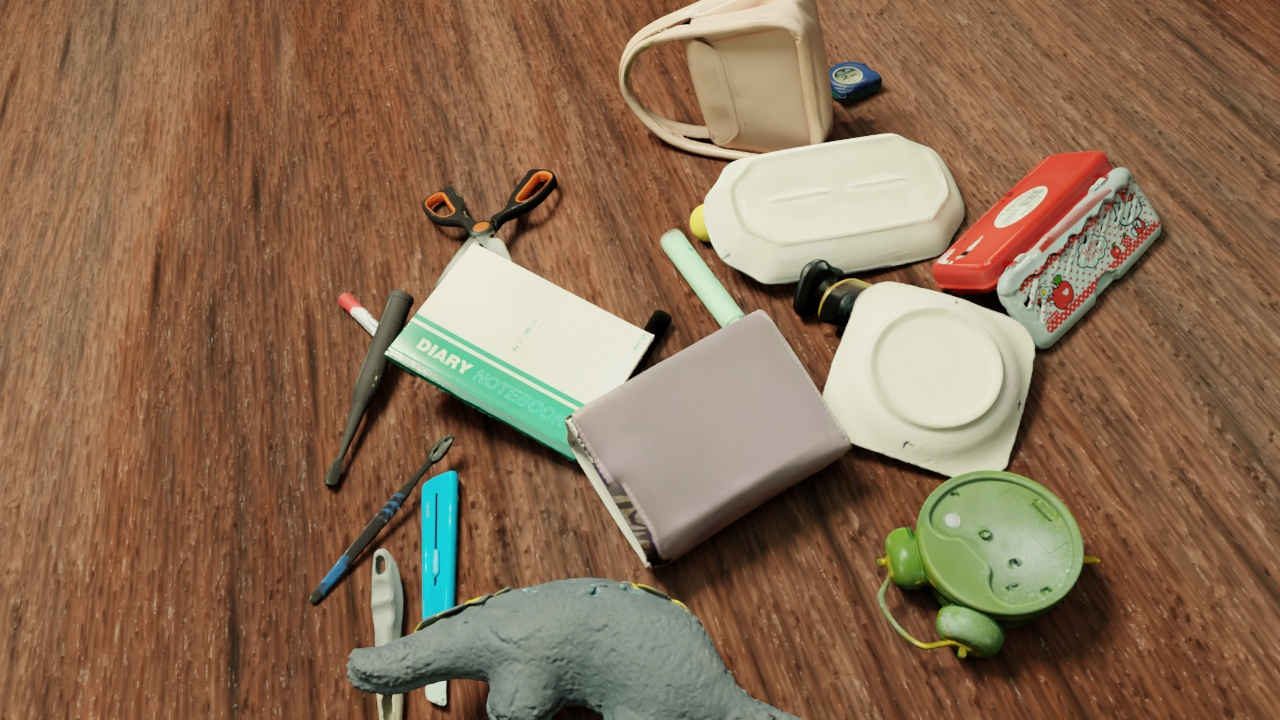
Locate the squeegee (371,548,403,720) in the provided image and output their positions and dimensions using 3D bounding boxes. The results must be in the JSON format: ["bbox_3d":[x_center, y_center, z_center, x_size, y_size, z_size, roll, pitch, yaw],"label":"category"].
[{"bbox_3d":[-0.200,0.262,0.720,0.246,0.039,0.246,-16,49,3],"label":"squeegee"}]

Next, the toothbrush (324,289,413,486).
[{"bbox_3d":[-0.270,0.026,0.907,0.027,0.026,0.212,-19,49,49],"label":"toothbrush"}]

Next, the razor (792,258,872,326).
[{"bbox_3d":[0.227,-0.046,0.858,0.167,0.062,0.067,21,36,19],"label":"razor"}]

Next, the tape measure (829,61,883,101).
[{"bbox_3d":[0.246,-0.326,1.075,0.058,0.025,0.054,-23,51,-11],"label":"tape measure"}]

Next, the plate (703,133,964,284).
[{"bbox_3d":[0.197,-0.164,0.928,0.265,0.034,0.161,-9,62,-3],"label":"plate"}]

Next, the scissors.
[{"bbox_3d":[-0.173,-0.150,1.011,0.231,0.022,0.220,22,51,37],"label":"scissors"}]

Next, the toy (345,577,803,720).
[{"bbox_3d":[-0.027,0.225,0.669,0.356,0.092,0.137,11,36,12],"label":"toy"}]

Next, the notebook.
[{"bbox_3d":[-0.113,-0.013,0.868,0.209,0.012,0.150,27,64,11],"label":"notebook"}]

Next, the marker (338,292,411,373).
[{"bbox_3d":[-0.276,-0.030,0.967,0.017,0.017,0.145,-40,56,-18],"label":"marker"}]

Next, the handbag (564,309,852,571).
[{"bbox_3d":[0.055,0.068,0.774,0.196,0.098,0.145,-29,69,-11],"label":"handbag"}]

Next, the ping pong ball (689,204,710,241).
[{"bbox_3d":[0.072,-0.145,0.966,0.040,0.040,0.040,-6,53,7],"label":"ping pong ball"}]

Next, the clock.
[{"bbox_3d":[0.254,0.155,0.694,0.161,0.056,0.116,-30,53,-11],"label":"clock"}]

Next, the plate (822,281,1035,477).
[{"bbox_3d":[0.250,0.010,0.787,0.164,0.034,0.163,18,71,13],"label":"plate"}]

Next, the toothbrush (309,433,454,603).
[{"bbox_3d":[-0.229,0.139,0.819,0.014,0.016,0.189,42,74,-11],"label":"toothbrush"}]

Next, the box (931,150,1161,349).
[{"bbox_3d":[0.389,-0.105,0.872,0.201,0.099,0.112,-41,22,-17],"label":"box"}]

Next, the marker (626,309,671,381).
[{"bbox_3d":[-0.005,0.005,0.883,0.022,0.020,0.131,26,62,8],"label":"marker"}]

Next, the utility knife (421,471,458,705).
[{"bbox_3d":[-0.171,0.189,0.782,0.034,0.018,0.209,-11,53,3],"label":"utility knife"}]

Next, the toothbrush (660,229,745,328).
[{"bbox_3d":[0.080,-0.055,0.906,0.026,0.027,0.224,-49,50,20],"label":"toothbrush"}]

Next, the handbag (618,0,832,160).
[{"bbox_3d":[0.085,-0.303,0.997,0.234,0.193,0.093,0,52,22],"label":"handbag"}]
